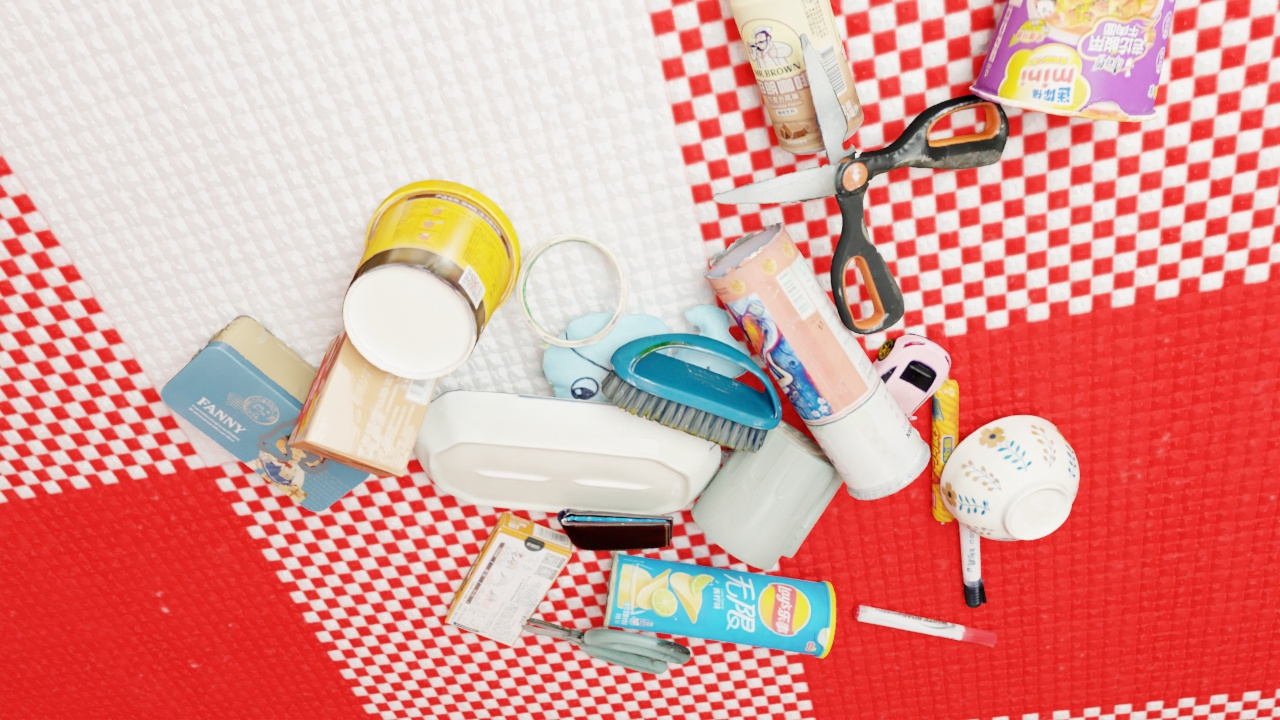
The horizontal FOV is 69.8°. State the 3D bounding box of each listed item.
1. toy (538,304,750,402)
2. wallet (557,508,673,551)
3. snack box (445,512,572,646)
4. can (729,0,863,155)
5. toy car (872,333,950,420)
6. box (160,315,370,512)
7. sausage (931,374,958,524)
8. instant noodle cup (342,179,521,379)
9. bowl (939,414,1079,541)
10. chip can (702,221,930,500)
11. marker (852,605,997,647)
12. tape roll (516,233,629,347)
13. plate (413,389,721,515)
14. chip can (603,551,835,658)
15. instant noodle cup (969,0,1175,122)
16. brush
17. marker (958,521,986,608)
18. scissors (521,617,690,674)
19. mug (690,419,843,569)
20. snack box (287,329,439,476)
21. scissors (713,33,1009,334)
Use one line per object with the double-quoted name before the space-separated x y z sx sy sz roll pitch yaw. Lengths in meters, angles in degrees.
"toy" -0.004 0.004 0.737 0.156 0.049 0.162 31 117 -18
"wallet" -0.019 0.151 0.812 0.096 0.020 0.122 -1 161 2
"snack box" -0.130 0.217 0.901 0.075 0.026 0.154 24 122 -12
"can" 0.100 -0.196 0.590 0.059 0.058 0.116 -18 120 15
"toy car" 0.200 0.030 0.748 0.056 0.037 0.123 28 122 -12
"box" -0.309 0.043 0.776 0.090 0.062 0.184 -37 116 24
"sausage" 0.260 0.079 0.784 0.021 0.021 0.165 -7 122 8
"instant noodle cup" -0.154 -0.056 0.668 0.118 0.114 0.119 1 123 2
"bowl" 0.315 0.109 0.763 0.113 0.062 0.114 -4 121 -7
"chip can" 0.134 0.002 0.689 0.071 0.071 0.215 -30 106 21
"marker" 0.281 0.263 0.908 0.145 0.017 0.017 12 123 -4
"tape roll" -0.052 -0.053 0.698 0.086 0.014 0.086 0 93 8
"plate" -0.066 0.089 0.774 0.266 0.034 0.162 6 144 -1
"chip can" 0.073 0.231 0.868 0.210 0.071 0.071 8 124 -2
"instant noodle cup" 0.267 -0.203 0.551 0.111 0.111 0.099 7 115 -1
"brush" 0.045 0.018 0.692 0.143 0.055 0.074 19 115 -18
"marker" 0.309 0.181 0.852 0.023 0.018 0.131 -9 123 9
"scissors" -0.027 0.275 0.895 0.176 0.019 0.173 28 149 -25
"mug" 0.118 0.113 0.776 0.123 0.083 0.103 21 106 -42
"snack box" -0.216 0.035 0.717 0.077 0.092 0.095 24 164 -24
"scissors" 0.154 -0.116 0.604 0.220 0.021 0.234 -29 126 -10
